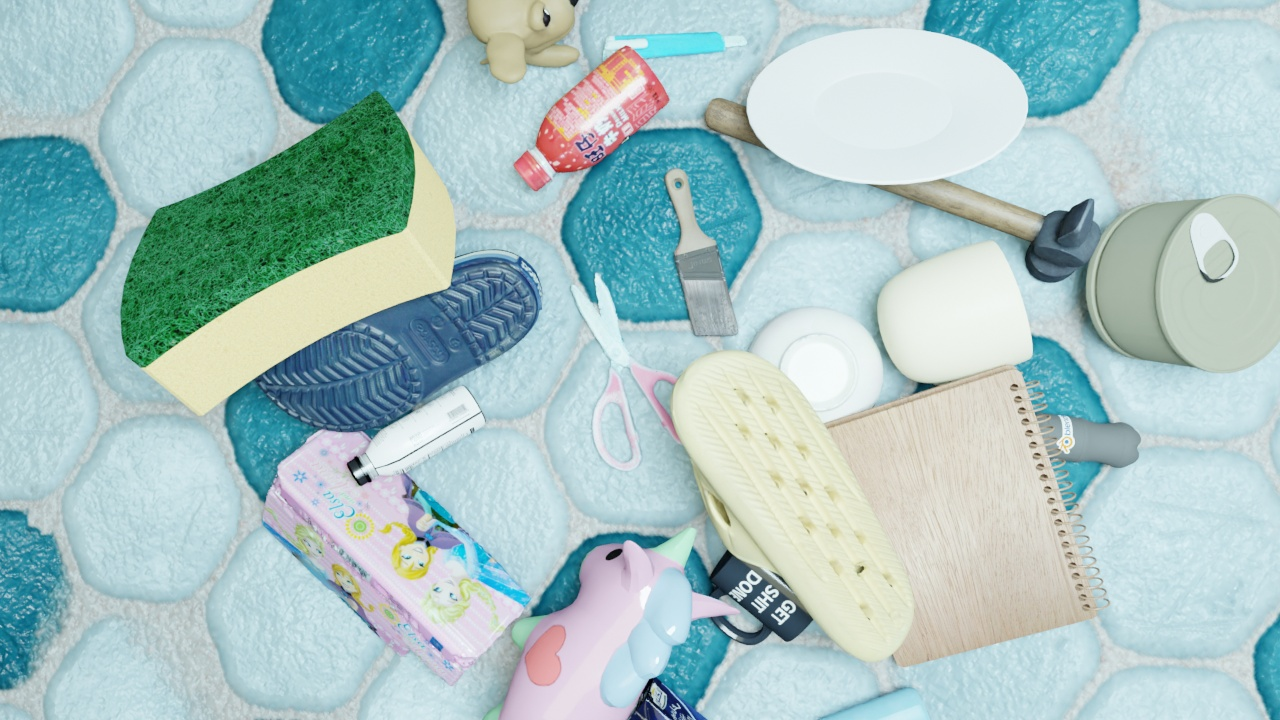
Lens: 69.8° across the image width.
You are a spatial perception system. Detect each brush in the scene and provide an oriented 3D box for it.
[{"bbox_3d":[0.048,-0.091,0.779,0.039,0.012,0.151,-14,86,6],"label":"brush"},{"bbox_3d":[-0.276,-0.091,0.727,0.250,0.075,0.194,-27,44,4],"label":"brush"}]

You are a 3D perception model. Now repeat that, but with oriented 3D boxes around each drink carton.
[{"bbox_3d":[0.045,0.316,0.738,0.130,0.064,0.040,38,92,6],"label":"drink carton"}]

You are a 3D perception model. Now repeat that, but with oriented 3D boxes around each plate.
[{"bbox_3d":[0.188,-0.197,0.712,0.209,0.015,0.208,-4,48,5],"label":"plate"}]

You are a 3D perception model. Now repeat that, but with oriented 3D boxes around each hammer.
[{"bbox_3d":[0.198,-0.147,0.728,0.322,0.129,0.040,24,89,16],"label":"hammer"}]

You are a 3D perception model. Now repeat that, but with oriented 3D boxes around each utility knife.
[{"bbox_3d":[0.029,-0.269,0.787,0.124,0.015,0.022,0,91,3],"label":"utility knife"}]

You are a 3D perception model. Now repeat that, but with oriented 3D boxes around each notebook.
[{"bbox_3d":[0.248,0.123,0.710,0.169,0.022,0.210,-20,101,13],"label":"notebook"}]

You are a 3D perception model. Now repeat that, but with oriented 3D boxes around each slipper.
[{"bbox_3d":[-0.196,-0.022,0.765,0.253,0.095,0.105,-20,120,11],"label":"slipper"},{"bbox_3d":[0.106,0.108,0.684,0.111,0.079,0.261,-39,96,-32],"label":"slipper"}]

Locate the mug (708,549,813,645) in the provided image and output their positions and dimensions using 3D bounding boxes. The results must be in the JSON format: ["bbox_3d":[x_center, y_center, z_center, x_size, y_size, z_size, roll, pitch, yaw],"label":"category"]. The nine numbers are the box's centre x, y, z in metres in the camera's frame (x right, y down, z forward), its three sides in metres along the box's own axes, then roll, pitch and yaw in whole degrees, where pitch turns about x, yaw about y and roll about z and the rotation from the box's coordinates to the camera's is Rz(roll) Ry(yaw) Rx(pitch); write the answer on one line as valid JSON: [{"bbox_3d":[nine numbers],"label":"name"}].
[{"bbox_3d":[0.098,0.184,0.740,0.077,0.071,0.105,38,113,6],"label":"mug"}]

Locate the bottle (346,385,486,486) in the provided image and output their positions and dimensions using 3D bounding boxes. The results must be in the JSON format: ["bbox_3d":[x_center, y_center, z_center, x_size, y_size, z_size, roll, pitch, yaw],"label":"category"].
[{"bbox_3d":[-0.188,0.065,0.765,0.115,0.041,0.041,-31,85,-18],"label":"bottle"}]

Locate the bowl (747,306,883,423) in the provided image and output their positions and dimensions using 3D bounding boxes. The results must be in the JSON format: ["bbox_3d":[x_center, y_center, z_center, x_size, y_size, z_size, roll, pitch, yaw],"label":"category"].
[{"bbox_3d":[0.141,0.010,0.740,0.113,0.063,0.113,0,89,5],"label":"bowl"}]

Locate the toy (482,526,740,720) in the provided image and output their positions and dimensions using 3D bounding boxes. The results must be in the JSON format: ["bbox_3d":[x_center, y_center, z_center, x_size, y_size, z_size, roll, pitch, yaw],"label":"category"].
[{"bbox_3d":[-0.033,0.234,0.698,0.120,0.172,0.221,38,55,-27],"label":"toy"}]

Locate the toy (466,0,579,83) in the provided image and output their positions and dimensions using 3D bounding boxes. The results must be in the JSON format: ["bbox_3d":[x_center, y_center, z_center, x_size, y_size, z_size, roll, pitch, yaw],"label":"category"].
[{"bbox_3d":[-0.097,-0.279,0.753,0.106,0.108,0.134,-19,86,6],"label":"toy"}]

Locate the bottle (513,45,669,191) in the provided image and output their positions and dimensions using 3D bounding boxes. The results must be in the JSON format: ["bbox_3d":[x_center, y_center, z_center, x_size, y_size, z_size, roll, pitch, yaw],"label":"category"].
[{"bbox_3d":[-0.046,-0.197,0.769,0.137,0.062,0.062,-39,84,4],"label":"bottle"}]

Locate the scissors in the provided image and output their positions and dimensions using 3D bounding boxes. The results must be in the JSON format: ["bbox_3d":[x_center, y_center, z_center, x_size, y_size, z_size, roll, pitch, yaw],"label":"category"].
[{"bbox_3d":[-0.029,0.011,0.783,0.105,0.016,0.179,-34,85,4],"label":"scissors"}]

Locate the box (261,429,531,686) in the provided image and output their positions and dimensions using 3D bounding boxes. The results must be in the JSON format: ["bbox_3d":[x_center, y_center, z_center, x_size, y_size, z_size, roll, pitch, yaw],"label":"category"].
[{"bbox_3d":[-0.214,0.169,0.789,0.230,0.106,0.086,42,49,6],"label":"box"}]

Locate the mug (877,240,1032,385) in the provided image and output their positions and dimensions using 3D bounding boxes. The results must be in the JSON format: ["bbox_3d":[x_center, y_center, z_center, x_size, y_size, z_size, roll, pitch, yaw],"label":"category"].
[{"bbox_3d":[0.242,-0.024,0.721,0.100,0.096,0.120,-18,127,13],"label":"mug"}]

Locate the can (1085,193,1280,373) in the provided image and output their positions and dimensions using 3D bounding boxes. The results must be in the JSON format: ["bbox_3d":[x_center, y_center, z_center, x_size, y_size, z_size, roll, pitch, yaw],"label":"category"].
[{"bbox_3d":[0.411,-0.058,0.687,0.127,0.073,0.128,-2,97,-16],"label":"can"}]

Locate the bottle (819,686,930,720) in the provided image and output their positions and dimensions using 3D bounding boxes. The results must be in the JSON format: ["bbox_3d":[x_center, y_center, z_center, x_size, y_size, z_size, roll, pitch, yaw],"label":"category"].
[{"bbox_3d":[0.167,0.303,0.738,0.130,0.040,0.040,-22,86,5],"label":"bottle"}]

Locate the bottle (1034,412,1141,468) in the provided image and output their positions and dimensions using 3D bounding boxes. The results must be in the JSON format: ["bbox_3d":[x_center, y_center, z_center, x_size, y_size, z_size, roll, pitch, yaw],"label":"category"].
[{"bbox_3d":[0.336,0.062,0.730,0.110,0.036,0.036,7,88,6],"label":"bottle"}]
